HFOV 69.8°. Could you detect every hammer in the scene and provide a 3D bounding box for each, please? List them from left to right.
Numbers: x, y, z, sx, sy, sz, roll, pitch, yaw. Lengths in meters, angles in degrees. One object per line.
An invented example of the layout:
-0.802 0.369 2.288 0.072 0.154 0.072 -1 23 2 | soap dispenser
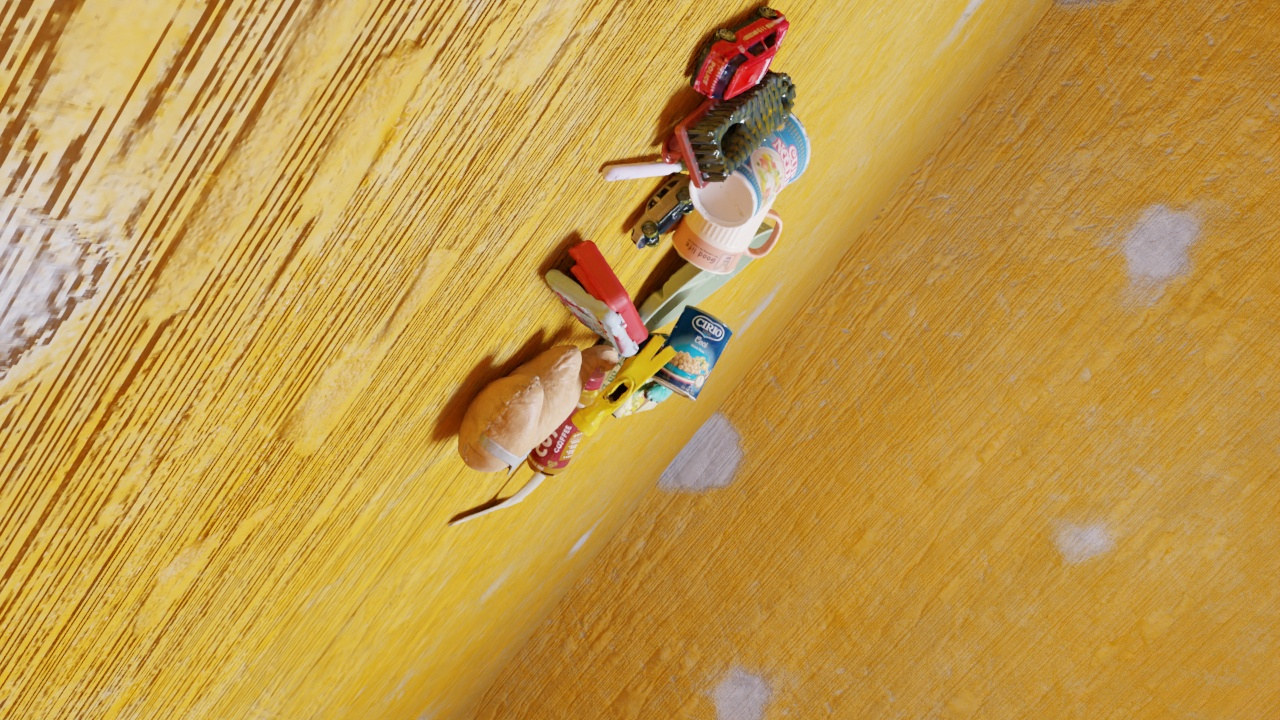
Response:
-0.007 0.006 1.108 0.129 0.033 0.300 -42 -177 11 | hammer

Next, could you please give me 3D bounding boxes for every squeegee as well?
-0.135 0.136 1.289 0.247 0.039 0.246 -51 170 6 | squeegee

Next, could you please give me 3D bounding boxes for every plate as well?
0.084 -0.112 1.227 0.230 0.027 0.230 -35 175 -4 | plate

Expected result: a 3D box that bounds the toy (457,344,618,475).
-0.106 0.040 0.960 0.144 0.082 0.225 -42 178 33 | toy

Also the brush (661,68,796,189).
0.082 -0.223 0.843 0.145 0.069 0.063 -47 130 -29 | brush

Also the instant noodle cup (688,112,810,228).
0.102 -0.187 0.905 0.109 0.099 0.099 -54 174 -38 | instant noodle cup

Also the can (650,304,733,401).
0.067 -0.009 1.239 0.111 0.075 0.075 -61 170 -5 | can

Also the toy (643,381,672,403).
0.039 0.027 1.302 0.092 0.030 0.096 -59 162 21 | toy

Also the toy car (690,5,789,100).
0.091 -0.264 0.794 0.120 0.045 0.053 -44 170 -37 | toy car

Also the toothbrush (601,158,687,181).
0.014 -0.179 0.844 0.029 0.021 0.188 -53 168 28 | toothbrush

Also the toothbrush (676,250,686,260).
0.105 -0.209 1.092 0.027 0.026 0.225 11 130 -28 | toothbrush

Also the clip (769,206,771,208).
0.113 -0.191 1.175 0.098 0.064 0.034 -38 165 -21 | clip

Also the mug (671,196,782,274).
0.110 -0.161 1.062 0.081 0.114 0.106 -98 -149 -49 | mug

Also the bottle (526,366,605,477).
-0.094 0.072 1.166 0.057 0.057 0.175 -36 159 -52 | bottle

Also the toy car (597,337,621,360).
-0.037 -0.017 1.175 0.105 0.031 0.049 -52 171 6 | toy car

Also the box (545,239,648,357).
-0.041 -0.047 0.902 0.068 0.090 0.201 -33 170 0 | box

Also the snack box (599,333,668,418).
0.006 0.020 1.394 0.114 0.063 0.239 -52 169 10 | snack box

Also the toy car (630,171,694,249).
0.023 -0.151 0.935 0.090 0.035 0.042 -47 168 -4 | toy car
